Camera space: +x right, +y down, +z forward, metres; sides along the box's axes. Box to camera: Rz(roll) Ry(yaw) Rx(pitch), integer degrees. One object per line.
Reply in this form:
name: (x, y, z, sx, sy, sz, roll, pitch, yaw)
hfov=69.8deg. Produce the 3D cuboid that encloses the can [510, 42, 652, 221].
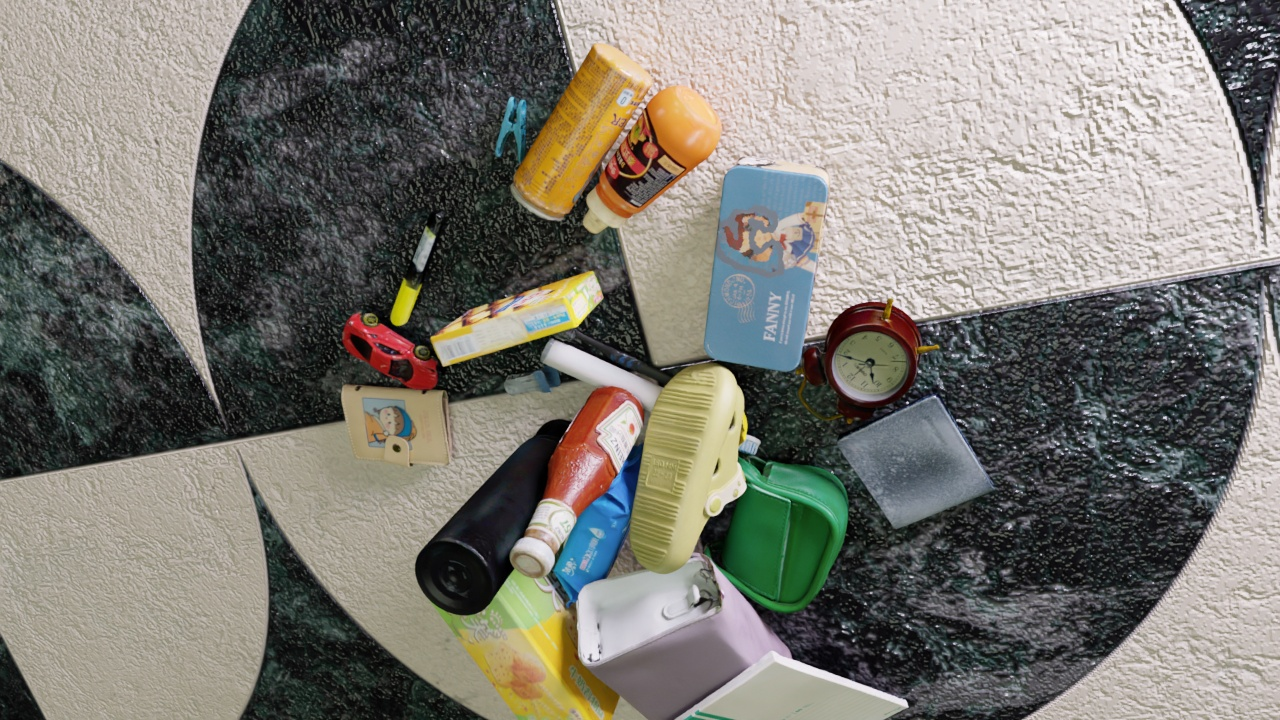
can: (-0.052, -0.191, 0.777, 0.058, 0.058, 0.146, 37, 115, 0)

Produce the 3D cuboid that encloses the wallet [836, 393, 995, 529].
wallet: (0.243, 0.090, 0.811, 0.097, 0.019, 0.121, -29, 115, 21)

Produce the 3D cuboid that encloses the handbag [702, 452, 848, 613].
handbag: (0.128, 0.158, 0.860, 0.120, 0.067, 0.131, 22, 116, 15)

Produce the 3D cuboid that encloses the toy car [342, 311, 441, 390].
toy car: (-0.246, -0.005, 0.908, 0.106, 0.031, 0.049, 31, 137, 0)

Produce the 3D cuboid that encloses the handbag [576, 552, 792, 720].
handbag: (0.047, 0.269, 0.867, 0.145, 0.098, 0.197, -22, 132, 17)

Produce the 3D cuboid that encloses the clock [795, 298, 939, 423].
clock: (0.189, 0.004, 0.786, 0.082, 0.055, 0.122, 44, 116, -4)

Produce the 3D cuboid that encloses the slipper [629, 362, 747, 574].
slipper: (0.049, 0.098, 0.818, 0.092, 0.081, 0.190, 13, 86, 51)

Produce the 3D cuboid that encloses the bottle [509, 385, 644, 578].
bottle: (-0.054, 0.100, 0.785, 0.060, 0.205, 0.060, 11, 128, 15)

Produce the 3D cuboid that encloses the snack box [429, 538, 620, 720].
snack box: (-0.096, 0.254, 0.901, 0.070, 0.157, 0.210, -29, 100, 22)

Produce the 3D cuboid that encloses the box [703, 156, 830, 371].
box: (0.106, -0.076, 0.777, 0.090, 0.059, 0.184, 8, 110, 13)

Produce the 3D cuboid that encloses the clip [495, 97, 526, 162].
clip: (-0.113, -0.205, 0.813, 0.039, 0.013, 0.056, 15, 113, 9)

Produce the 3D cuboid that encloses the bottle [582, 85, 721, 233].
bottle: (0.001, -0.161, 0.776, 0.067, 0.066, 0.150, 45, 121, -4)

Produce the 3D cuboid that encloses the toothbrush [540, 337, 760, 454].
toothbrush: (0.010, 0.035, 0.863, 0.221, 0.027, 0.026, 24, 82, 5)

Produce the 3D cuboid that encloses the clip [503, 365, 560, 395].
clip: (-0.109, 0.021, 0.894, 0.058, 0.044, 0.027, -8, 111, 27)

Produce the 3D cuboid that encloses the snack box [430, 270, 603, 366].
snack box: (-0.111, -0.038, 0.835, 0.141, 0.086, 0.034, -13, 106, 20)

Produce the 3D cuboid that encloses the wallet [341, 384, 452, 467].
wallet: (-0.251, 0.069, 0.950, 0.115, 0.024, 0.087, 2, 106, 13)

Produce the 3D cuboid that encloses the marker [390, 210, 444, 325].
marker: (-0.215, -0.088, 0.885, 0.018, 0.015, 0.124, 30, 112, 9)

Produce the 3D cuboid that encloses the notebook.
notebook: (0.142, 0.345, 0.891, 0.209, 0.012, 0.151, 29, 121, -34)

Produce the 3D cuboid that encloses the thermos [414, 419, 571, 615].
thermos: (-0.108, 0.137, 0.814, 0.068, 0.241, 0.090, 2, 110, 17)

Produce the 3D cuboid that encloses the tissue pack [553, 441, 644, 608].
tissue pack: (-0.038, 0.158, 0.886, 0.052, 0.094, 0.157, 24, 116, 6)

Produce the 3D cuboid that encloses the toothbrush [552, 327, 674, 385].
toothbrush: (-0.005, 0.005, 0.862, 0.189, 0.016, 0.014, 26, 118, 4)
